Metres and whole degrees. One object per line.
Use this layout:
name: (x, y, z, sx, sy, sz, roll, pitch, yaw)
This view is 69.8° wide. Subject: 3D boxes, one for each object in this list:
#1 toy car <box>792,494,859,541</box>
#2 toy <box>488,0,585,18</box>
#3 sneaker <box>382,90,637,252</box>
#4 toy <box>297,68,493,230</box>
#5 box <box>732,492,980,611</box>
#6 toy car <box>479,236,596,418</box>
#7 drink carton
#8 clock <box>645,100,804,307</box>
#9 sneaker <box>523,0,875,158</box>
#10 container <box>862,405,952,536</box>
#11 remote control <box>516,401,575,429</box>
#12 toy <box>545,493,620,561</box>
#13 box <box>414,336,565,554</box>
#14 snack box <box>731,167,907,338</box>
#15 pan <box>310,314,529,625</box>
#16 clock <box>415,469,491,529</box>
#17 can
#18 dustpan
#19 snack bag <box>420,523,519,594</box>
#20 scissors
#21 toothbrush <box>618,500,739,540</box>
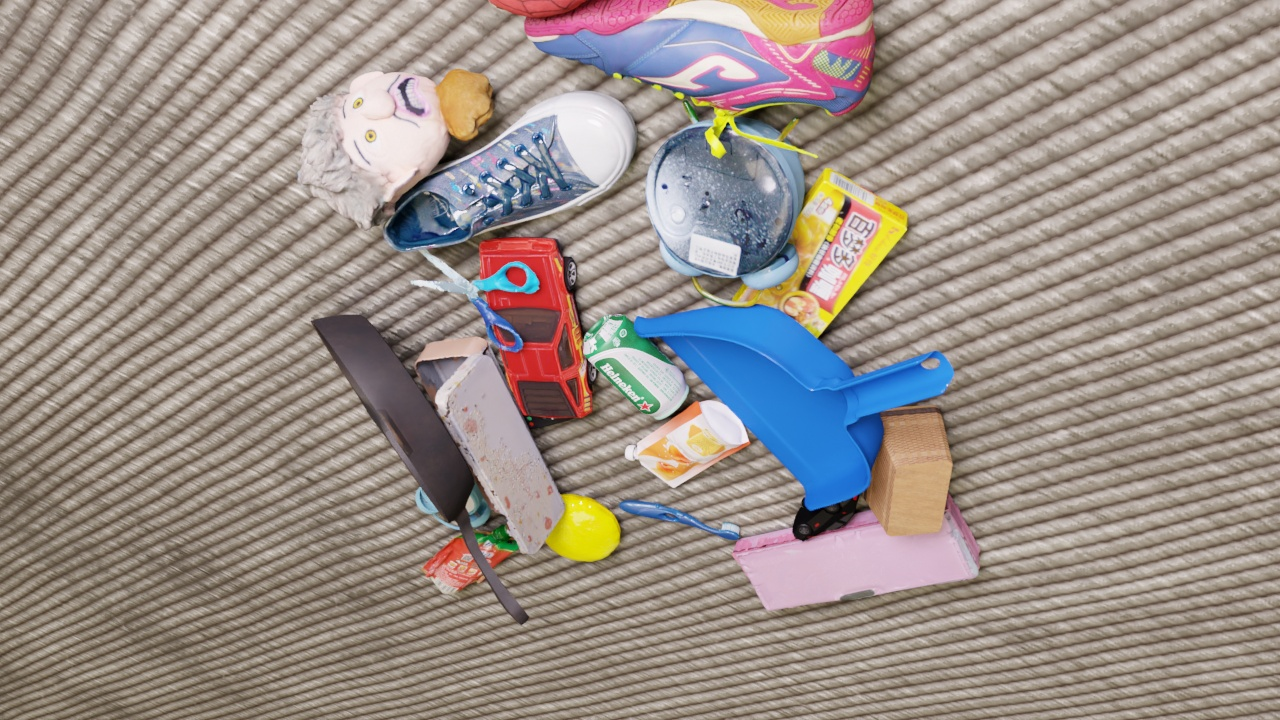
toy car: (0.183, 0.145, 0.891, 0.036, 0.042, 0.092, 33, 129, -6)
toy: (-0.042, -0.313, 0.559, 0.147, 0.098, 0.217, 47, 129, 14)
sneaker: (-0.110, -0.137, 0.737, 0.236, 0.079, 0.087, -16, 120, 28)
toy: (-0.196, -0.178, 0.718, 0.176, 0.132, 0.076, -24, 163, 11)
box: (0.212, 0.198, 0.922, 0.233, 0.046, 0.098, -18, 121, 29)
toy car: (-0.093, -0.027, 0.837, 0.082, 0.056, 0.190, 1, 125, 15)
drink carton: (0.042, 0.085, 0.899, 0.069, 0.038, 0.122, 38, 135, -14)
clock: (0.066, -0.111, 0.697, 0.118, 0.059, 0.162, 18, 125, 21)
sneaker: (0.034, -0.203, 0.620, 0.242, 0.116, 0.091, 12, 144, 23)
container: (0.239, 0.103, 0.817, 0.063, 0.061, 0.114, -5, 127, 0)
remote control: (-0.111, 0.053, 0.932, 0.125, 0.010, 0.039, -17, 121, 28)
toy: (-0.068, 0.183, 1.003, 0.095, 0.041, 0.094, 17, 128, 4)
box: (-0.154, 0.082, 0.915, 0.108, 0.094, 0.216, 14, 136, 40)
snack box: (0.140, -0.076, 0.741, 0.075, 0.025, 0.153, 29, 130, -5)
pan: (-0.196, 0.103, 0.882, 0.356, 0.043, 0.249, 59, 163, -11)
clock: (-0.208, 0.151, 1.028, 0.087, 0.041, 0.123, 17, 136, 4)
can: (-0.005, 0.005, 0.833, 0.053, 0.053, 0.101, -32, 112, 35)
dustpan: (0.143, 0.025, 0.748, 0.245, 0.059, 0.258, 45, 142, -16)
snack bag: (-0.190, 0.226, 1.071, 0.087, 0.044, 0.156, 17, 139, -33)
scissors: (-0.149, -0.051, 0.804, 0.134, 0.015, 0.103, 8, 117, 17)
toothbrush: (0.041, 0.167, 0.974, 0.132, 0.016, 0.021, 13, 129, 10)
